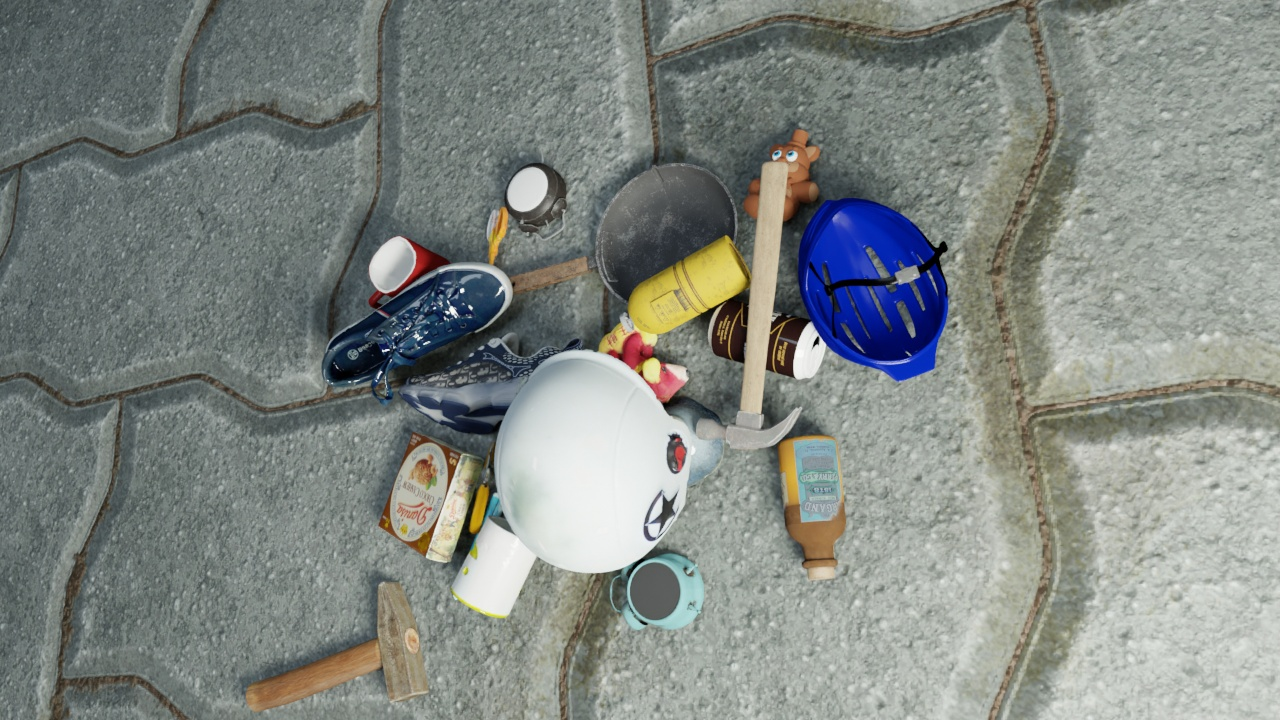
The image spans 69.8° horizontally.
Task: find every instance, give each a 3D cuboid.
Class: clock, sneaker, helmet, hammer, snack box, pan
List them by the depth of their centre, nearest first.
[{"bbox_3d":[0.249,-0.098,0.983,0.148,0.228,0.241,-21,71,2],"label":"helmet"},{"bbox_3d":[0.138,-0.060,1.055,0.119,0.030,0.331,7,93,29],"label":"hammer"},{"bbox_3d":[-0.073,0.132,1.065,0.237,0.163,0.264,10,122,21],"label":"helmet"},{"bbox_3d":[0.015,0.276,1.100,0.124,0.053,0.090,-11,72,26],"label":"clock"},{"bbox_3d":[-0.032,-0.141,1.241,0.358,0.040,0.207,-15,71,23],"label":"pan"},{"bbox_3d":[-0.287,0.184,1.255,0.143,0.041,0.147,14,84,48],"label":"snack box"},{"bbox_3d":[-0.311,-0.036,1.258,0.295,0.127,0.121,-26,107,7],"label":"sneaker"},{"bbox_3d":[-0.206,0.022,1.264,0.270,0.103,0.132,0,62,26],"label":"sneaker"},{"bbox_3d":[-0.440,0.431,1.293,0.301,0.037,0.157,-25,67,18],"label":"hammer"},{"bbox_3d":[-0.151,-0.235,1.319,0.091,0.043,0.122,-30,66,17],"label":"clock"}]

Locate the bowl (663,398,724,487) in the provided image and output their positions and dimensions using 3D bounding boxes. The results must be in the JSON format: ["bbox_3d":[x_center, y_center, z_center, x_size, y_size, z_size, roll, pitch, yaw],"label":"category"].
[{"bbox_3d":[0.045,0.097,1.130,0.110,0.055,0.110,-7,73,24],"label":"bowl"}]

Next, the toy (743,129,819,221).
[{"bbox_3d":[0.180,-0.232,1.145,0.095,0.065,0.127,12,77,34],"label":"toy"}]

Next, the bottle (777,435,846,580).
[{"bbox_3d":[0.195,0.166,1.031,0.068,0.067,0.156,-10,72,24],"label":"bottle"}]

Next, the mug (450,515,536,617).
[{"bbox_3d":[-0.185,0.265,1.185,0.082,0.082,0.106,25,87,29],"label":"mug"}]

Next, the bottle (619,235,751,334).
[{"bbox_3d":[0.050,-0.083,1.126,0.164,0.071,0.071,-28,66,17],"label":"bottle"}]

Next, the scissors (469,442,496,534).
[{"bbox_3d":[-0.192,0.137,1.167,0.016,0.226,0.165,14,55,-7],"label":"scissors"}]

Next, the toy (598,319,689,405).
[{"bbox_3d":[-0.007,0.007,1.177,0.105,0.067,0.137,-48,54,5],"label":"toy"}]

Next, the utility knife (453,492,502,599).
[{"bbox_3d":[-0.217,0.252,1.244,0.022,0.015,0.158,22,89,7],"label":"utility knife"}]

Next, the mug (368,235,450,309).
[{"bbox_3d":[-0.345,-0.115,1.354,0.116,0.096,0.080,-43,63,10],"label":"mug"}]

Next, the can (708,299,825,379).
[{"bbox_3d":[0.151,-0.026,1.100,0.129,0.072,0.072,17,85,29],"label":"can"}]

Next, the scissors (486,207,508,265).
[{"bbox_3d":[-0.219,-0.162,1.344,0.084,0.012,0.133,35,113,62],"label":"scissors"}]
